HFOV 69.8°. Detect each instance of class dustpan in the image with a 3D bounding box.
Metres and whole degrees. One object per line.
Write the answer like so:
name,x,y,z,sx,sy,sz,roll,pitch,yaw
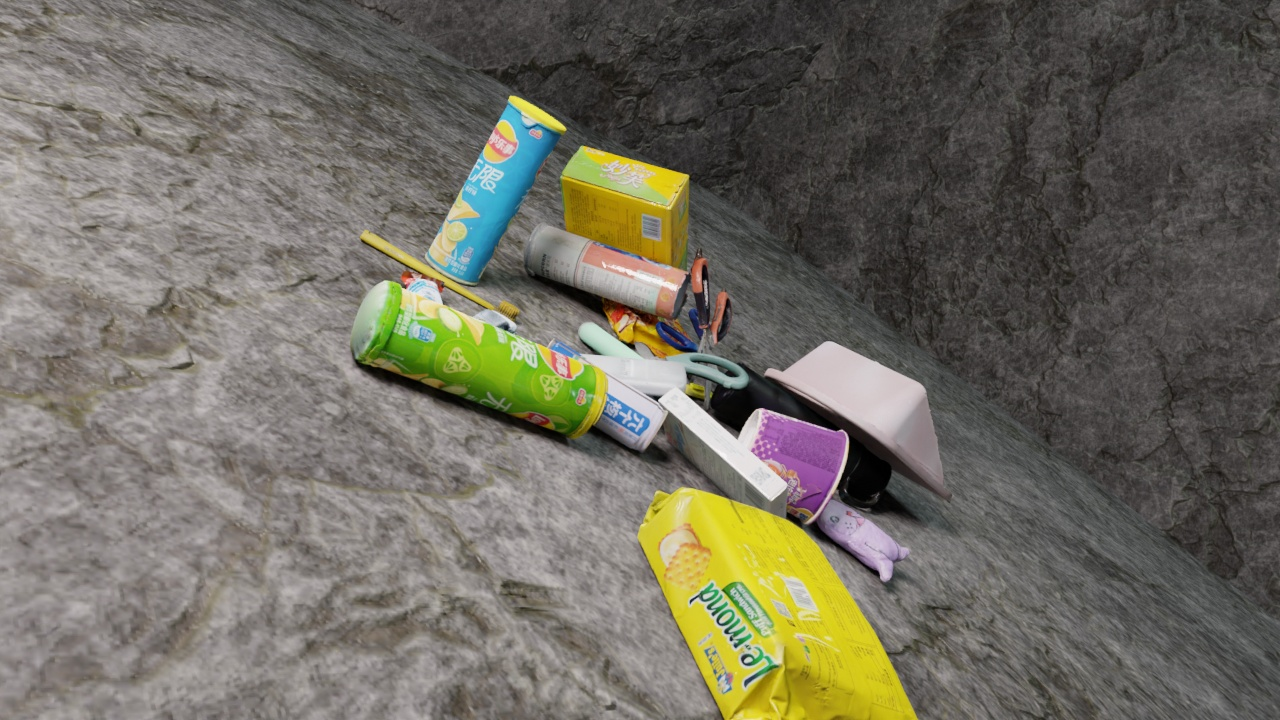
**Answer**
dustpan,0.268,0.093,1.206,0.223,0.138,0.274,28,-33,45

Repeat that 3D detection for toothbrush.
toothbrush,-0.006,0.006,1.036,0.224,0.026,0.027,35,-28,49
toothbrush,-0.220,-0.094,1.014,0.190,0.017,0.015,29,16,-12

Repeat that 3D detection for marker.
marker,0.098,0.047,1.201,0.124,0.015,0.018,16,27,-48

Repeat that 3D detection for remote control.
remote control,-0.020,0.016,0.963,0.136,0.020,0.055,5,27,-3

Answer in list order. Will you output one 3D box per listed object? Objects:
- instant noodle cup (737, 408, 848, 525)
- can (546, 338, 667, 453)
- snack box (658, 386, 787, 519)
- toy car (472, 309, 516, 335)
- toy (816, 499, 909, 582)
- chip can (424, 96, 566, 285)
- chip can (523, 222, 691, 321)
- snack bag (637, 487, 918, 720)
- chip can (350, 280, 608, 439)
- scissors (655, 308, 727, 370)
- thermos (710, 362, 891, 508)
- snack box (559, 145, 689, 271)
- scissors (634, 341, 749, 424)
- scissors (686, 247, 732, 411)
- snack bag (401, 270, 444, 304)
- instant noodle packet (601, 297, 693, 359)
instant noodle cup,0.154,0.108,0.982,0.099,0.112,0.111,22,17,-3
can,-0.042,0.036,0.902,0.134,0.053,0.053,32,16,-2
snack box,0.082,0.100,0.917,0.157,0.026,0.085,42,-19,29
toy car,-0.153,-0.033,0.934,0.043,0.034,0.090,30,15,5
toy,0.234,0.191,0.991,0.108,0.039,0.083,39,26,16
chip can,-0.167,-0.190,1.045,0.071,0.210,0.071,30,16,-10
chip can,-0.043,-0.117,1.212,0.215,0.071,0.071,20,14,13
snack bag,0.102,0.192,0.693,0.158,0.068,0.246,23,20,-30
chip can,-0.137,0.002,0.791,0.221,0.073,0.072,23,19,-29
scissors,0.085,-0.013,1.237,0.162,0.012,0.172,20,37,-39
thermos,0.203,0.100,1.147,0.242,0.069,0.089,33,37,-11
snack box,-0.019,-0.175,1.246,0.158,0.210,0.069,18,57,15
scissors,0.050,0.018,1.068,0.181,0.019,0.170,-6,32,-15
scissors,0.089,-0.042,1.194,0.015,0.226,0.188,-7,-4,23
snack bag,-0.212,-0.058,0.910,0.048,0.026,0.104,12,23,-22
instant noodle packet,0.015,-0.042,1.256,0.128,0.044,0.110,23,23,-31
